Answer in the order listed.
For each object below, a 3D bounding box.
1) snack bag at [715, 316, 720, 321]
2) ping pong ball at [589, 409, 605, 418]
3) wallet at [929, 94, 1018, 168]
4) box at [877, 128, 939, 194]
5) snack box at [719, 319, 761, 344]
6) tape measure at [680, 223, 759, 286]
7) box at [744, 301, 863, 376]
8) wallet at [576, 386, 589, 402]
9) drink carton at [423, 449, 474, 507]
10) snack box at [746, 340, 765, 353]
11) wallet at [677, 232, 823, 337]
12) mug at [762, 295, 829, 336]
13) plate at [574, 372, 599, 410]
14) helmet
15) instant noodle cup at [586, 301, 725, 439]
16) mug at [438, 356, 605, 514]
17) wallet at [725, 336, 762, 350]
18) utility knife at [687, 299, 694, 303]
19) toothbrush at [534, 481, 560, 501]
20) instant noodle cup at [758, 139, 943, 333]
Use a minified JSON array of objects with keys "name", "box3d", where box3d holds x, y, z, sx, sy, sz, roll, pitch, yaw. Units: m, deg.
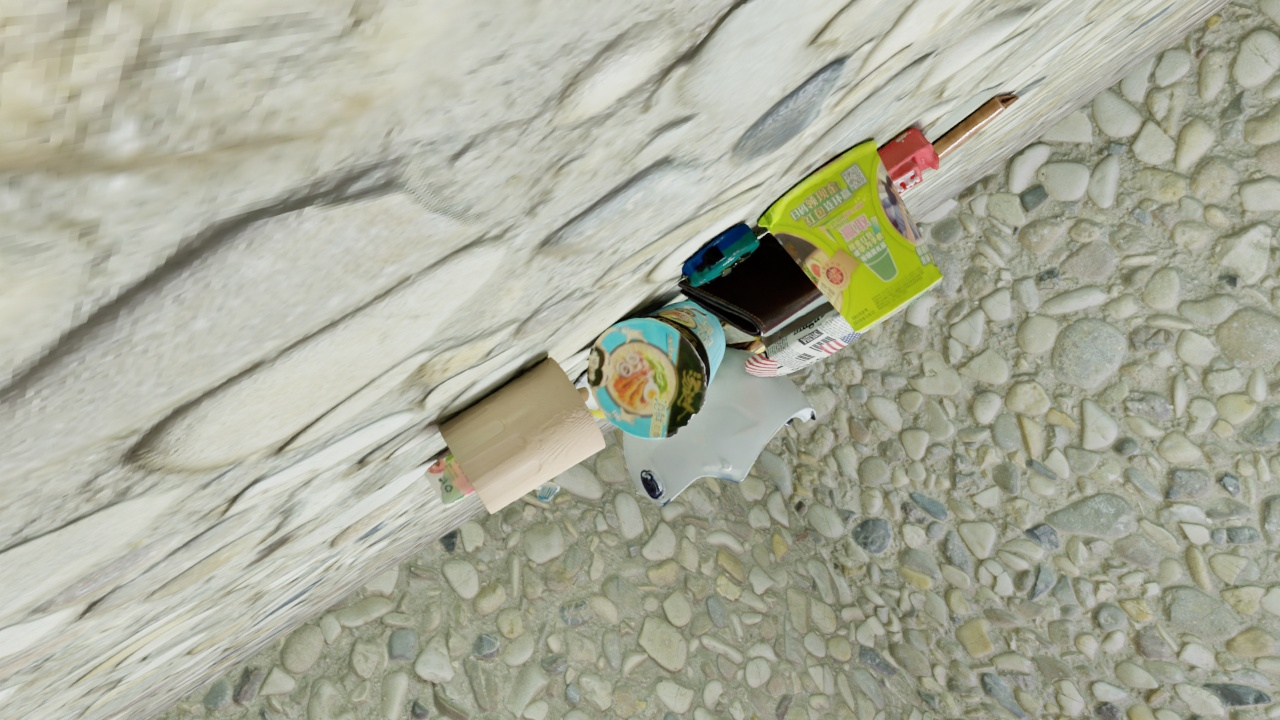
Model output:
[{"name":"snack bag","box3d":[0.086,-0.057,1.118,0.106,0.026,0.045,-37,-172,46]},{"name":"ping pong ball","box3d":[-0.055,0.062,1.304,0.040,0.040,0.040,-33,176,-3]},{"name":"wallet","box3d":[0.369,-0.259,1.026,0.101,0.020,0.115,-37,177,35]},{"name":"box","box3d":[0.226,-0.148,0.881,0.158,0.069,0.200,-61,168,15]},{"name":"snack box","box3d":[0.134,-0.061,1.114,0.086,0.034,0.140,-47,-172,-12]},{"name":"tape measure","box3d":[0.065,-0.081,0.707,0.058,0.025,0.055,-31,176,-43]},{"name":"box","box3d":[0.182,-0.034,1.016,0.086,0.075,0.163,-12,167,-44]},{"name":"wallet","box3d":[-0.113,0.064,0.971,0.090,0.033,0.115,-33,178,31]},{"name":"drink carton","box3d":[-0.141,0.084,0.870,0.123,0.045,0.053,-33,-172,11]},{"name":"snack box","box3d":[0.134,-0.026,1.330,0.117,0.118,0.106,-30,164,-37]},{"name":"wallet","box3d":[0.107,-0.069,0.787,0.122,0.096,0.020,-31,137,-31]},{"name":"mug","box3d":[0.162,-0.096,0.988,0.104,0.083,0.123,-36,-160,41]},{"name":"plate","box3d":[-0.006,0.006,1.079,0.161,0.034,0.266,-33,176,-17]},{"name":"helmet","box3d":[0.074,0.067,1.150,0.228,0.146,0.259,-29,-176,-38]},{"name":"instant noodle cup","box3d":[0.024,-0.003,0.837,0.111,0.111,0.120,-36,-176,29]},{"name":"mug","box3d":[-0.099,0.054,0.733,0.103,0.084,0.125,-31,-158,-11]},{"name":"wallet","box3d":[0.156,-0.064,1.212,0.130,0.035,0.119,-46,-160,-14]},{"name":"utility knife","box3d":[0.021,-0.038,0.939,0.184,0.013,0.029,-32,175,-22]},{"name":"toothbrush","box3d":[-0.138,0.118,0.906,0.221,0.026,0.026,-2,-128,55]},{"name":"instant noodle cup","box3d":[0.173,-0.091,0.729,0.111,0.123,0.112,-33,176,-3]}]
